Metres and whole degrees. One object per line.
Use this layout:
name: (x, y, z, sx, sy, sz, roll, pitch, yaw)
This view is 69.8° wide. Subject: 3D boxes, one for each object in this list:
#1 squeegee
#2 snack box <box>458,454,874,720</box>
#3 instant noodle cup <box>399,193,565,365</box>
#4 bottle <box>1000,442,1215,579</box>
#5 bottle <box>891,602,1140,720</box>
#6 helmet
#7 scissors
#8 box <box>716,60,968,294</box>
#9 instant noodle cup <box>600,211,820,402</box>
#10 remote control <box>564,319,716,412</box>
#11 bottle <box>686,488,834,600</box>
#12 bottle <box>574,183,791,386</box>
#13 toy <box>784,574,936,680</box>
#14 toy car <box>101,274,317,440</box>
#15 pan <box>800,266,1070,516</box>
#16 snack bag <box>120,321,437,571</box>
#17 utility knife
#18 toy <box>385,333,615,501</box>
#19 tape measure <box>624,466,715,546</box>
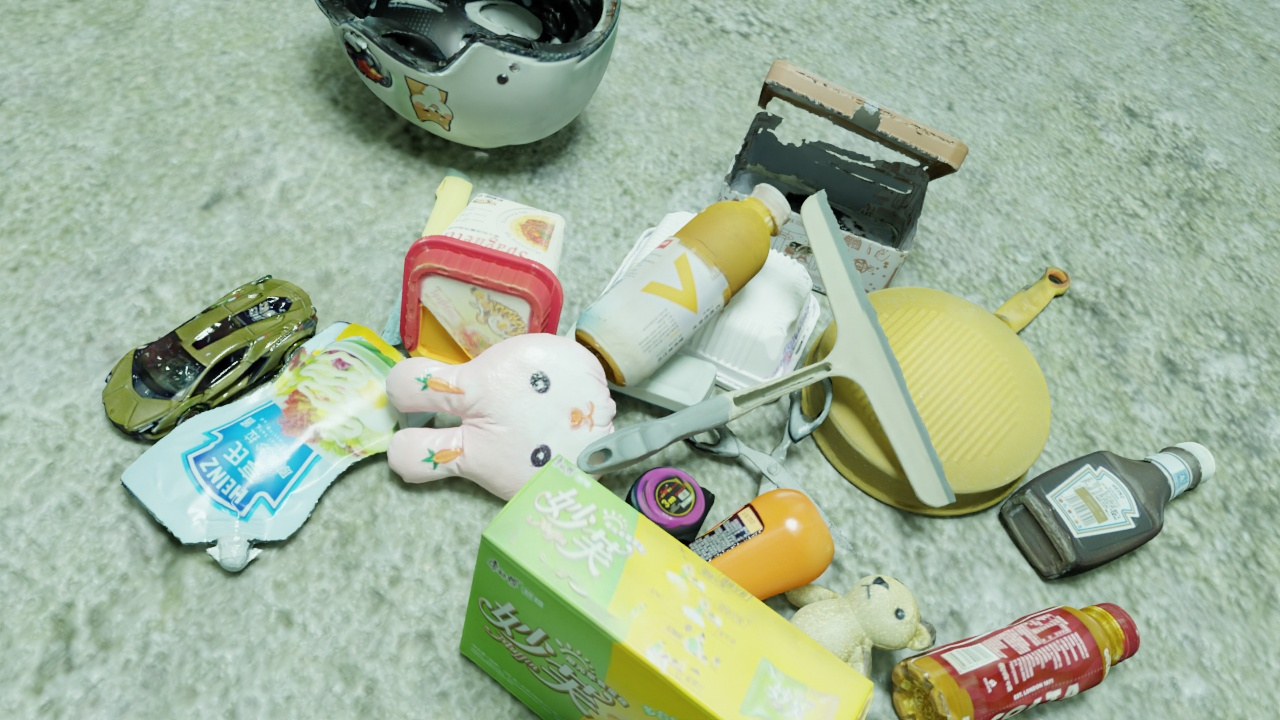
squeegee: (0.067, 0.032, 0.655, 0.246, 0.039, 0.246, -21, 85, -14)
snack box: (0.001, 0.172, 0.516, 0.210, 0.158, 0.069, 34, 50, 13)
instant noodle cup: (-0.111, -0.059, 0.702, 0.116, 0.117, 0.124, 16, 39, -1)
bottle: (0.378, 0.108, 0.725, 0.194, 0.044, 0.080, -16, 63, -24)
bottle: (0.255, 0.204, 0.614, 0.174, 0.058, 0.057, -11, 57, -20)
helmet: (-0.151, -0.285, 0.830, 0.274, 0.157, 0.229, 19, 53, 16)
scissors: (0.093, 0.079, 0.680, 0.159, 0.014, 0.179, 14, 65, 19)
box: (0.177, -0.174, 0.808, 0.182, 0.175, 0.151, 21, 53, 4)
instant noodle cup: (0.064, -0.057, 0.768, 0.173, 0.060, 0.137, 27, 52, 6)
remote control: (-0.004, 0.004, 0.716, 0.125, 0.024, 0.048, 17, 49, 17)
bottle: (0.053, 0.141, 0.608, 0.149, 0.067, 0.066, -26, 62, -9)
bottle: (0.036, -0.061, 0.686, 0.189, 0.068, 0.068, -42, 70, -14)
toy: (0.108, 0.179, 0.594, 0.157, 0.066, 0.105, -15, 33, -9)
toy car: (-0.304, -0.004, 0.655, 0.070, 0.042, 0.157, 38, 57, 16)
pan: (0.286, -0.006, 0.790, 0.356, 0.078, 0.197, -37, 69, -25)
snack bag: (-0.240, 0.053, 0.629, 0.110, 0.039, 0.190, 44, 56, 6)
utility knife: (-0.176, -0.092, 0.763, 0.031, 0.022, 0.215, 12, 45, -3)
toy: (-0.096, 0.043, 0.638, 0.159, 0.054, 0.121, -3, 95, -9)
tape measure: (0.017, 0.106, 0.646, 0.058, 0.039, 0.056, 29, 52, 3)
